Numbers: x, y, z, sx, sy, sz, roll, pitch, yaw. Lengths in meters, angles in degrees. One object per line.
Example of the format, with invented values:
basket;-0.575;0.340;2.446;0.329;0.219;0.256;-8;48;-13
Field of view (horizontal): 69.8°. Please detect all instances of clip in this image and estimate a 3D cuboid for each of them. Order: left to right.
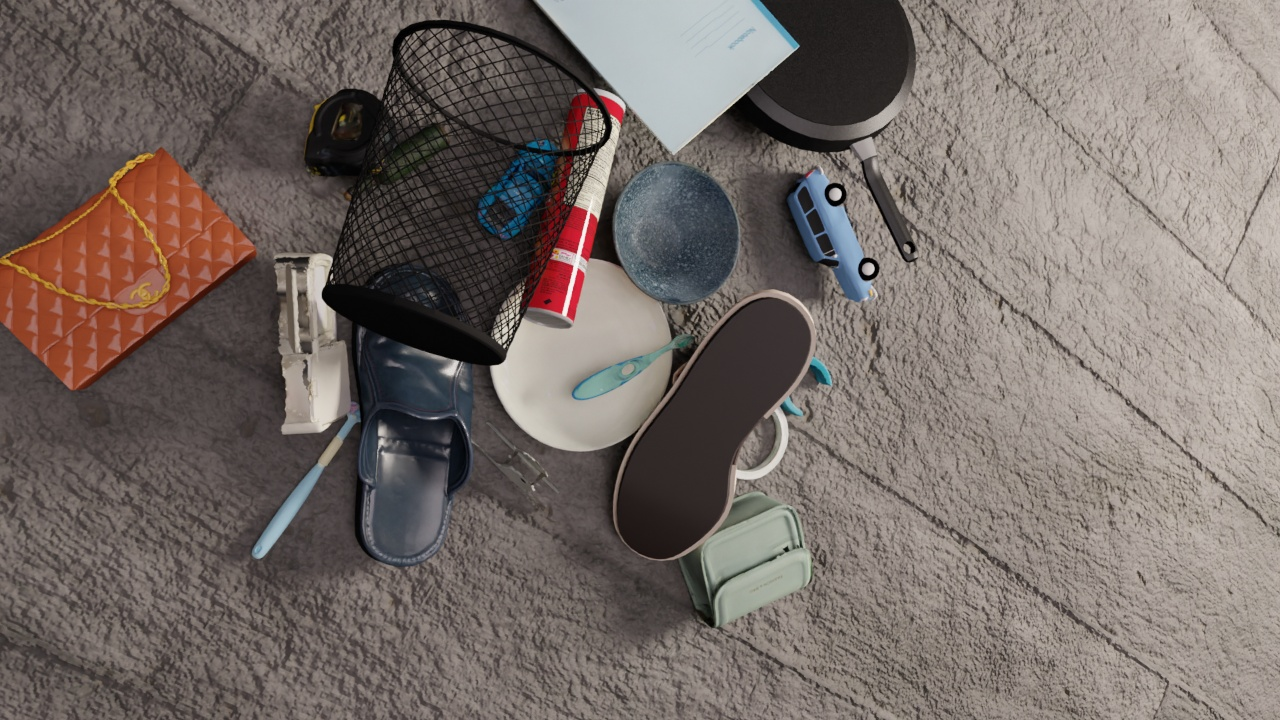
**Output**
clip;-0.104;0.095;0.854;0.102;0.060;0.052;47;56;-18
clip;0.140;0.014;0.968;0.130;0.030;0.120;33;85;-21

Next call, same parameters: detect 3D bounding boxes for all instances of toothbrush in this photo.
toothbrush;-0.287;0.104;0.795;0.022;0.016;0.155;32;79;3
toothbrush;-0.005;0.005;0.870;0.135;0.017;0.022;-27;103;-20

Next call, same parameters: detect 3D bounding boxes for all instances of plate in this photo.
plate;-0.058;-0.006;0.877;0.182;0.034;0.182;-1;93;-23

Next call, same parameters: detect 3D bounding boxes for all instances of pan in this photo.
pan;0.207;-0.264;0.933;0.225;0.034;0.356;-24;87;-19

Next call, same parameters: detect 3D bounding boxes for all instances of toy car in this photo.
toy car;-0.109;-0.161;0.850;0.048;0.032;0.105;42;76;-19
toy car;0.201;-0.127;0.963;0.055;0.056;0.153;-25;94;-1

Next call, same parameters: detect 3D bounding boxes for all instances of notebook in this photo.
notebook;0.008;-0.342;0.870;0.180;0.009;0.253;-43;93;-15

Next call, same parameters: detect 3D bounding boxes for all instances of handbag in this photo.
handbag;-0.407;-0.074;0.716;0.171;0.060;0.109;-43;103;-15
handbag;0.109;0.203;0.940;0.121;0.067;0.106;-20;101;-21

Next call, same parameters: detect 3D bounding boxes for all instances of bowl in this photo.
bowl;0.024;-0.120;0.892;0.137;0.057;0.137;0;89;-25

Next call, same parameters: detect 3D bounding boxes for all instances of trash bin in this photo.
trash bin;-0.142;-0.119;0.719;0.184;0.184;0.210;23;76;-22

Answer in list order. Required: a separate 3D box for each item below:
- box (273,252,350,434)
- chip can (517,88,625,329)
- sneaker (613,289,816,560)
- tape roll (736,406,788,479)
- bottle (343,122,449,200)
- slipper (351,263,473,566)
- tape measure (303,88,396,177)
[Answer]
box;-0.258;-0.010;0.708;0.044;0.184;0.143;-2;99;-9
chip can;-0.061;-0.137;0.831;0.051;0.052;0.214;18;77;-23
sneaker;0.067;0.056;0.903;0.112;0.116;0.294;27;104;2
tape roll;0.113;0.078;0.964;0.093;0.013;0.093;-1;93;-23
bottle;-0.216;-0.173;0.808;0.106;0.025;0.025;-39;106;-17
slipper;-0.189;0.047;0.789;0.108;0.084;0.265;5;86;-31
tape measure;-0.244;-0.191;0.776;0.071;0.042;0.072;0;76;4
